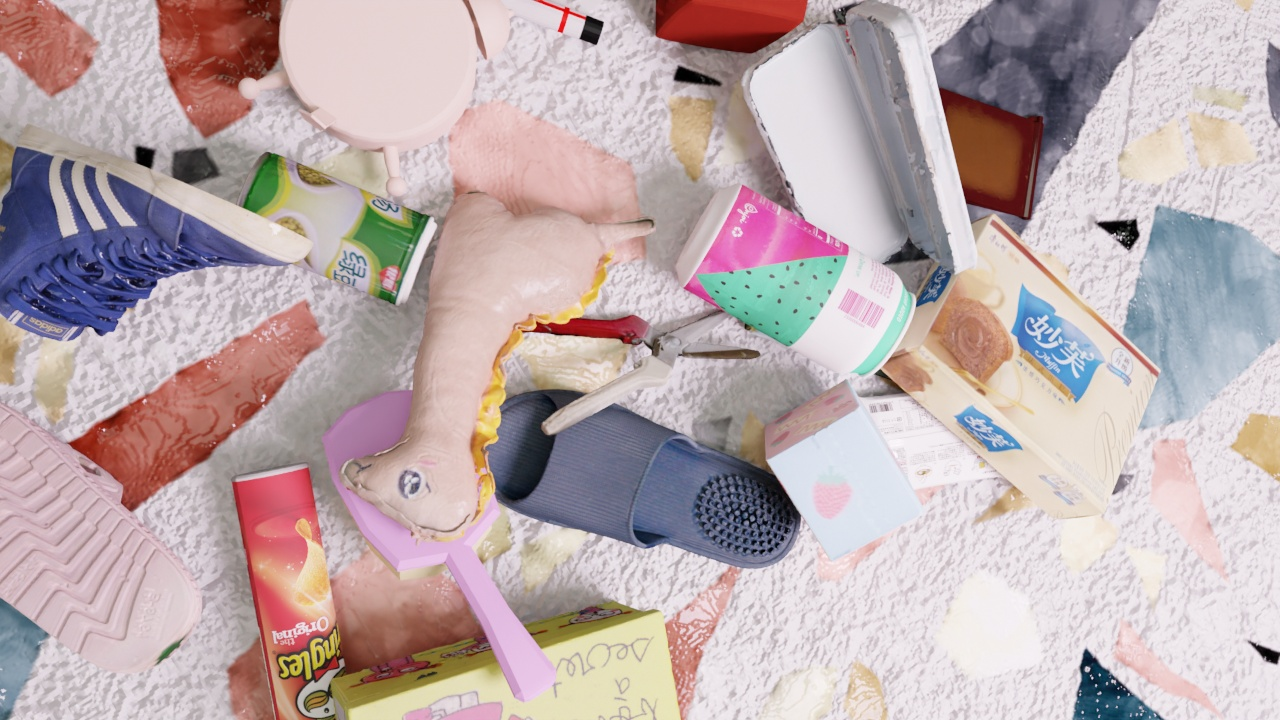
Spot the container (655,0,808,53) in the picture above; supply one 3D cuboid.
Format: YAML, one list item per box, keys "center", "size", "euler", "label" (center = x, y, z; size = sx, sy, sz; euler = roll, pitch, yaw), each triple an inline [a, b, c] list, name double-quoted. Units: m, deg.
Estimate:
- center: [0.069, -0.343, 0.668]
  size: [0.127, 0.148, 0.201]
  euler: [5, 96, -13]
  label: "container"

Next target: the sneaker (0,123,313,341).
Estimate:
- center: [-0.317, -0.057, 0.555]
  size: [0.233, 0.091, 0.118]
  euler: [22, 86, 22]
  label: "sneaker"

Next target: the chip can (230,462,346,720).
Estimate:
- center: [-0.232, 0.179, 0.623]
  size: [0.051, 0.052, 0.214]
  euler: [-10, 90, -14]
  label: "chip can"

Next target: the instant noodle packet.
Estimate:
- center: [0.239, 0.063, 0.755]
  size: [0.134, 0.026, 0.087]
  euler: [-8, 90, -14]
  label: "instant noodle packet"

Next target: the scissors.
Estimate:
- center: [-0.013, -0.002, 0.680]
  size: [0.196, 0.015, 0.178]
  euler: [21, 49, 5]
  label: "scissors"

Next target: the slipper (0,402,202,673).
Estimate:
- center: [-0.378, 0.106, 0.585]
  size: [0.239, 0.064, 0.094]
  euler: [36, 76, 4]
  label: "slipper"

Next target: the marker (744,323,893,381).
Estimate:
- center: [0.153, -0.008, 0.742]
  size: [0.146, 0.017, 0.017]
  euler: [17, 84, -12]
  label: "marker"

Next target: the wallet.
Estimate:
- center: [0.290, -0.177, 0.784]
  size: [0.115, 0.018, 0.091]
  euler: [11, 85, -17]
  label: "wallet"

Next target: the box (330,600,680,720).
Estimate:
- center: [-0.084, 0.248, 0.618]
  size: [0.220, 0.083, 0.124]
  euler: [-6, 89, -26]
  label: "box"

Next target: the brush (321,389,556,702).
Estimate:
- center: [-0.127, 0.123, 0.607]
  size: [0.089, 0.043, 0.228]
  euler: [-27, 69, -24]
  label: "brush"

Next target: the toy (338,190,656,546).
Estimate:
- center: [-0.088, -0.005, 0.623]
  size: [0.196, 0.065, 0.263]
  euler: [3, 62, -2]
  label: "toy"

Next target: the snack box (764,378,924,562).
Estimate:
- center: [0.148, 0.080, 0.687]
  size: [0.079, 0.094, 0.093]
  euler: [-32, 96, 11]
  label: "snack box"

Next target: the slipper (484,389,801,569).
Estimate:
- center: [0.008, 0.089, 0.670]
  size: [0.263, 0.083, 0.101]
  euler: [19, 81, -13]
  label: "slipper"

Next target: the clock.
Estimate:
- center: [-0.178, -0.217, 0.635]
  size: [0.131, 0.086, 0.160]
  euler: [34, 79, -10]
  label: "clock"

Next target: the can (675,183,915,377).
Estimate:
- center: [0.114, -0.059, 0.688]
  size: [0.166, 0.088, 0.088]
  euler: [29, 81, -4]
  label: "can"

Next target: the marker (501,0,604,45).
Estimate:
- center: [-0.099, -0.271, 0.689]
  size: [0.145, 0.019, 0.019]
  euler: [16, 84, -13]
  label: "marker"

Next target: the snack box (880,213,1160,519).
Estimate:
- center: [0.310, 0.005, 0.743]
  size: [0.207, 0.055, 0.153]
  euler: [40, 66, -9]
  label: "snack box"

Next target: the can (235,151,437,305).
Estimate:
- center: [-0.208, -0.089, 0.631]
  size: [0.121, 0.067, 0.067]
  euler: [22, 83, -12]
  label: "can"

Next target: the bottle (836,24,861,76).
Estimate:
- center: [0.156, -0.232, 0.728]
  size: [0.137, 0.062, 0.062]
  euler: [-27, 94, -12]
  label: "bottle"

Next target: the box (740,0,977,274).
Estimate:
- center: [0.179, -0.146, 0.674]
  size: [0.130, 0.106, 0.211]
  euler: [-37, 120, -7]
  label: "box"
